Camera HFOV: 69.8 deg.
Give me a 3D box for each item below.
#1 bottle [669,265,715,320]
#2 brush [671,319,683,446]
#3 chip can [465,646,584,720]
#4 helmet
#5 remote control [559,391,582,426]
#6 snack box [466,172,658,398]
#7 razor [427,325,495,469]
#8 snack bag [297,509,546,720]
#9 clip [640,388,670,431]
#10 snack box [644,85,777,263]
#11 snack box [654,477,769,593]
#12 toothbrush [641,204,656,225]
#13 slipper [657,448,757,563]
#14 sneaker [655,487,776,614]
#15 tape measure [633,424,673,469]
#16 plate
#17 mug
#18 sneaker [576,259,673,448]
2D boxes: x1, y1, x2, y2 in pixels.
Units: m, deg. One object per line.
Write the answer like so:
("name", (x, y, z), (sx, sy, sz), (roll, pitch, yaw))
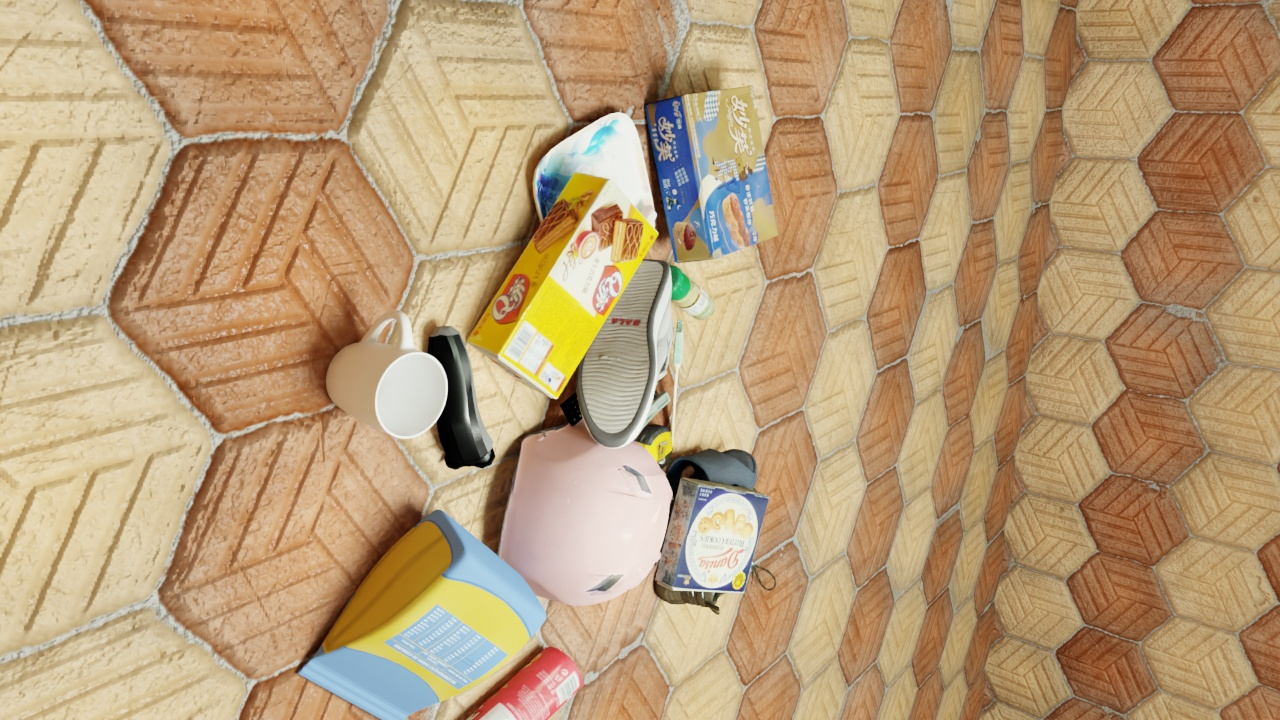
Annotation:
("bottle", (0.063, -0.091, 1.251), (0.111, 0.043, 0.043), (32, 76, -52))
("brush", (0.048, 0.038, 1.250), (0.033, 0.012, 0.218), (-83, 177, -49))
("chip can", (-0.168, 0.439, 1.098), (0.232, 0.073, 0.073), (-34, 126, -42))
("helmet", (-0.048, 0.190, 1.118), (0.255, 0.153, 0.230), (26, 77, -58))
("remote control", (-0.054, 0.037, 1.139), (0.139, 0.009, 0.030), (-41, 106, -51))
("snack box", (-0.082, -0.083, 1.023), (0.110, 0.062, 0.230), (41, 76, -46))
("razor", (-0.192, 0.039, 0.960), (0.060, 0.057, 0.156), (-77, 160, -60))
("snack bag", (-0.226, 0.281, 0.956), (0.205, 0.102, 0.159), (-43, 130, -6))
("clip", (0.001, 0.066, 1.244), (0.078, 0.049, 0.023), (-40, 130, -16))
("snack box", (0.096, -0.243, 1.190), (0.154, 0.069, 0.203), (-25, 108, -47))
("snack box", (0.099, 0.241, 1.254), (0.144, 0.043, 0.145), (15, 89, -40))
("toothbrush", (-0.023, -0.113, 1.125), (0.181, 0.016, 0.018), (-64, 147, -16))
("slipper", (0.074, 0.185, 1.305), (0.262, 0.101, 0.083), (-36, 128, -36))
("sneaker", (0.139, 0.281, 1.382), (0.237, 0.143, 0.101), (-49, 134, -32))
("tape measure", (0.018, 0.122, 1.262), (0.065, 0.037, 0.064), (-21, 118, -47))
("plate", (-0.054, -0.185, 1.089), (0.186, 0.016, 0.187), (-42, 132, -37))
("mug", (-0.239, 0.007, 0.856), (0.080, 0.088, 0.114), (-7, 107, -51))
("sneaker", (-0.007, 0.007, 1.134), (0.129, 0.097, 0.262), (68, 29, -51))
